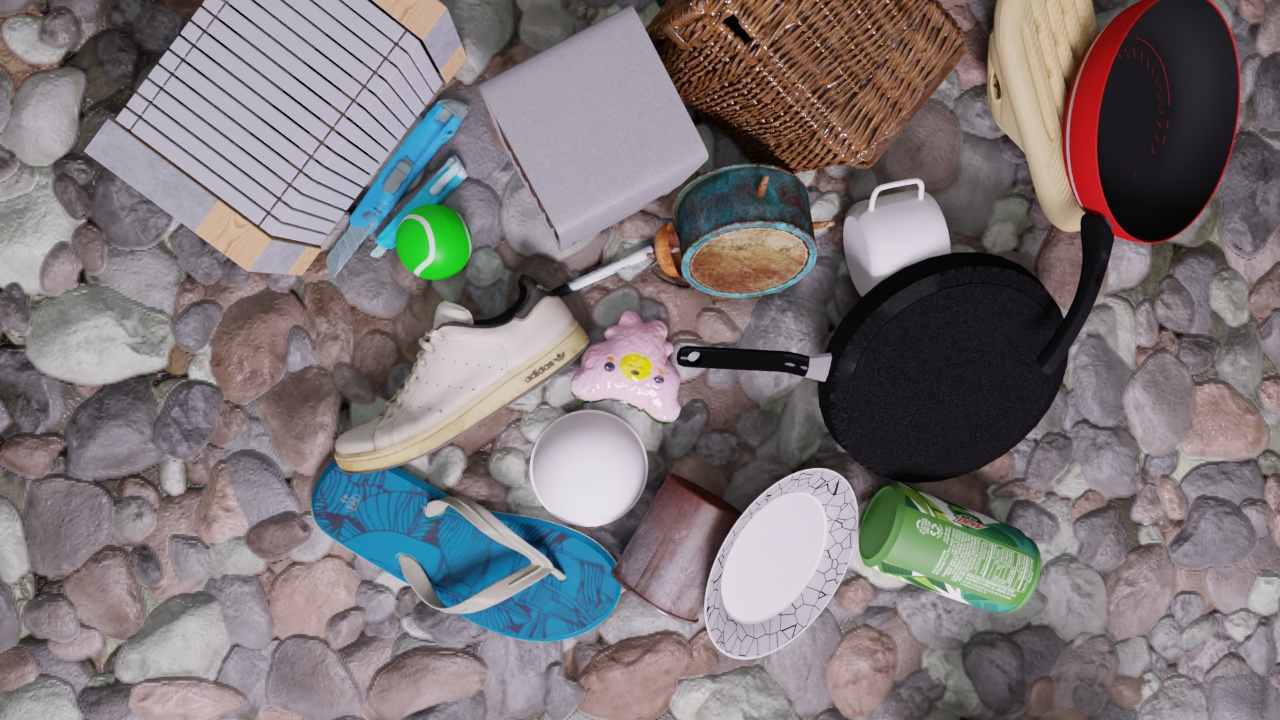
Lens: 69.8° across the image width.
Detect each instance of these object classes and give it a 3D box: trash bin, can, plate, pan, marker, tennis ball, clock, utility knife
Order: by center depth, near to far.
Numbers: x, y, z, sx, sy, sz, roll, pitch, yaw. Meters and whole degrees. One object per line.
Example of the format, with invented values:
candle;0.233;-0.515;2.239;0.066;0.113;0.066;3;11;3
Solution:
trash bin;-0.040;-0.168;0.721;0.114;0.229;0.114;-28;96;-2
trash bin;-0.279;-0.212;0.742;0.142;0.142;0.247;37;91;-6
pan;0.410;-0.146;0.790;0.209;0.067;0.356;36;82;-32
clock;0.075;-0.106;0.792;0.121;0.158;0.073;23;53;-40
tennis ball;-0.179;-0.103;0.797;0.065;0.065;0.065;0;94;-5
pan;0.207;0.011;0.802;0.356;0.034;0.226;3;118;-12
utility knife;-0.220;-0.156;0.817;0.031;0.015;0.196;37;92;-2
utility knife;-0.201;-0.136;0.820;0.117;0.015;0.022;-43;90;2
plate;0.125;0.181;0.826;0.188;0.016;0.189;-16;119;-33
marker;-0.022;-0.086;0.839;0.152;0.011;0.011;-24;96;-2
can;0.283;0.174;0.846;0.144;0.083;0.083;21;92;-6

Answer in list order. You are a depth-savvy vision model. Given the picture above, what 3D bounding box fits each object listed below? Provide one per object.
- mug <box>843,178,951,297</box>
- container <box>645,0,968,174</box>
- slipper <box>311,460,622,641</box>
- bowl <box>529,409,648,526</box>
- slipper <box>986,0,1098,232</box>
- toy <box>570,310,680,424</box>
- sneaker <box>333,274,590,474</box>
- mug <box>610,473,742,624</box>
mug;0.224;-0.108;0.808;0.068;0.094;0.116;-12;132;-2
container;0.119;-0.254;0.731;0.183;0.250;0.162;40;90;-16
slipper;-0.159;0.177;0.825;0.295;0.060;0.118;26;95;-6
bowl;-0.046;0.102;0.836;0.110;0.040;0.110;0;94;-5
slipper;0.354;-0.235;0.821;0.111;0.079;0.261;-37;117;-22
toy;-0.005;0.005;0.827;0.102;0.050;0.093;18;87;-9
sneaker;-0.167;0.007;0.792;0.241;0.089;0.102;-30;104;-8
mug;0.049;0.174;0.832;0.123;0.096;0.110;29;96;-37
